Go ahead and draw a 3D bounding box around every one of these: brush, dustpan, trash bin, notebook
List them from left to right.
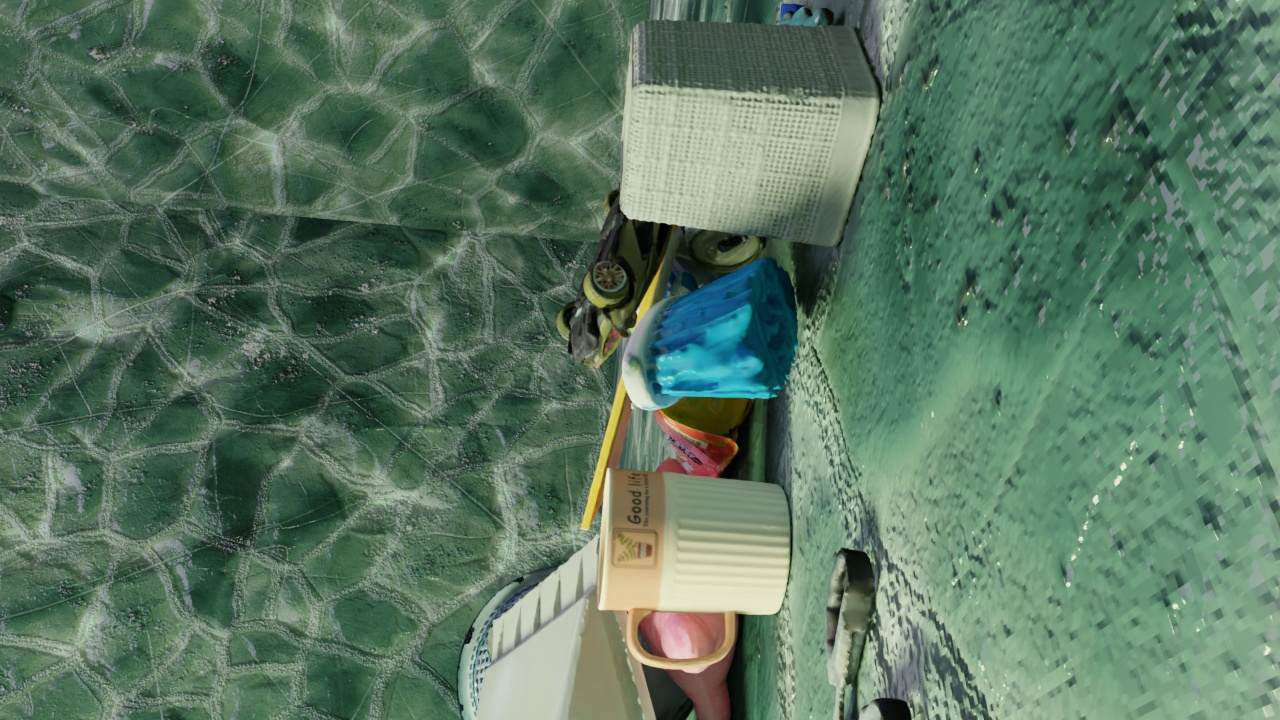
[{"bbox_3d":[-0.036,0.300,0.658,0.223,0.142,0.257,-47,25,47],"label":"dustpan"},{"bbox_3d":[-0.043,0.283,0.840,0.196,0.226,0.226,128,149,-60],"label":"trash bin"},{"bbox_3d":[-0.004,0.004,0.641,0.145,0.010,0.206,-43,-31,-84],"label":"notebook"},{"bbox_3d":[0.045,-0.032,0.567,0.313,0.110,0.060,-48,-60,-68],"label":"brush"}]

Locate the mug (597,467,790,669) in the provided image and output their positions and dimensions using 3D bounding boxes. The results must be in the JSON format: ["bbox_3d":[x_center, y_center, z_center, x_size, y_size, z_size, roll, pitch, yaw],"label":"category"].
[{"bbox_3d":[0.029,0.124,0.546,0.082,0.106,0.114,103,171,-66],"label":"mug"}]

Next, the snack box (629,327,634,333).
[{"bbox_3d":[0.030,-0.007,0.864,0.086,0.026,0.156,98,152,-50],"label":"snack box"}]

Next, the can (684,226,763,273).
[{"bbox_3d":[0.063,-0.140,0.704,0.058,0.058,0.146,100,173,-56],"label":"can"}]

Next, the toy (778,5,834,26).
[{"bbox_3d":[0.091,-0.167,0.543,0.096,0.030,0.092,-179,92,-80],"label":"toy"}]

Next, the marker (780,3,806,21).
[{"bbox_3d":[0.092,-0.162,0.616,0.017,0.017,0.146,-95,10,-68],"label":"marker"}]

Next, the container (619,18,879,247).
[{"bbox_3d":[0.049,-0.119,0.472,0.090,0.114,0.090,-90,6,-47],"label":"container"}]

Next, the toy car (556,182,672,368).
[{"bbox_3d":[-0.008,-0.069,0.538,0.070,0.042,0.157,139,150,-65],"label":"toy car"}]

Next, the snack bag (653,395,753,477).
[{"bbox_3d":[0.037,0.044,0.750,0.128,0.073,0.208,62,168,13],"label":"snack bag"}]

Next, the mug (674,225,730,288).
[{"bbox_3d":[0.048,-0.098,0.797,0.111,0.082,0.106,62,169,9],"label":"mug"}]

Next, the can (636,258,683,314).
[{"bbox_3d":[0.020,-0.050,0.754,0.134,0.053,0.053,50,-151,-40],"label":"can"}]

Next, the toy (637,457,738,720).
[{"bbox_3d":[0.029,0.151,0.667,0.194,0.074,0.179,-97,-7,-50],"label":"toy"}]

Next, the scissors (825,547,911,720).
[{"bbox_3d":[0.084,0.161,0.391,0.178,0.014,0.159,105,168,-76],"label":"scissors"}]
